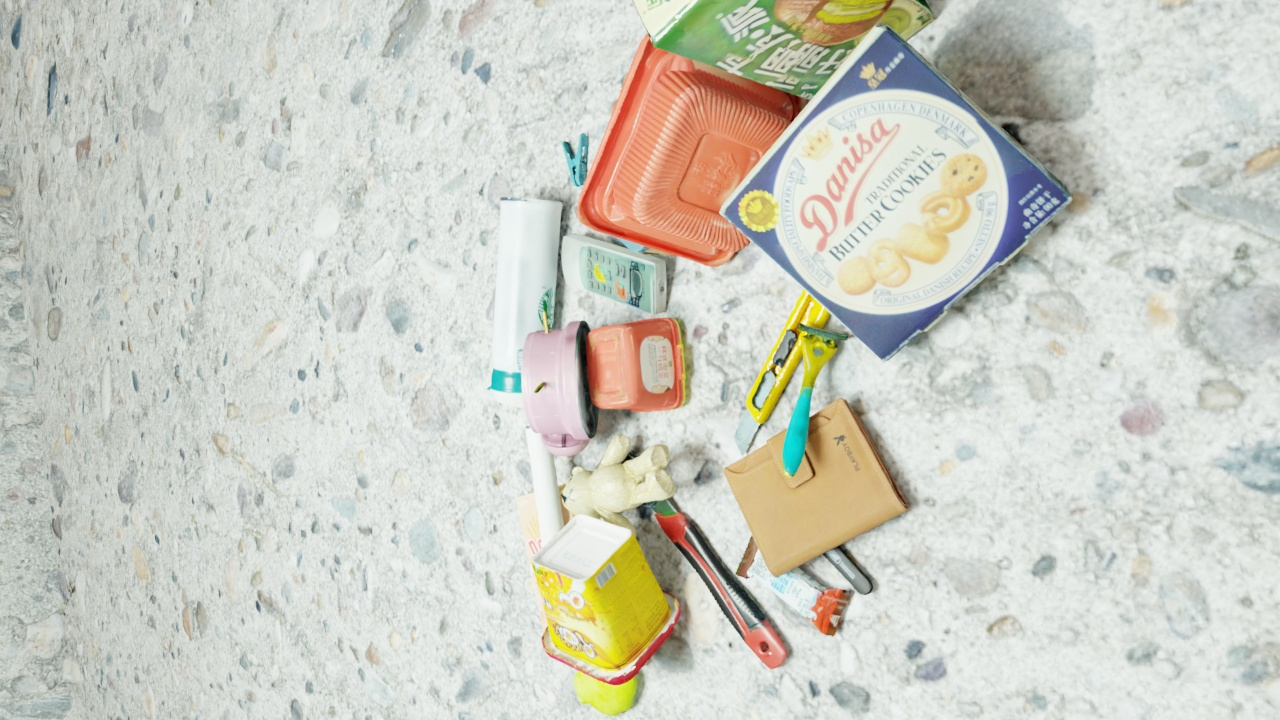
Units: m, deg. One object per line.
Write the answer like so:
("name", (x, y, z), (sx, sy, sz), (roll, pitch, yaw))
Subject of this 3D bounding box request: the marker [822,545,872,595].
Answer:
("marker", (0.154, 0.153, 0.791), (0.124, 0.015, 0.018), (47, 121, 30))

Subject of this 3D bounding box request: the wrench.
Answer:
("wrench", (0.047, 0.182, 0.886), (0.273, 0.016, 0.056), (46, 123, 30))

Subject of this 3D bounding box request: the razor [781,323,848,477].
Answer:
("razor", (0.137, 0.034, 0.762), (0.043, 0.028, 0.132), (15, 75, 1))

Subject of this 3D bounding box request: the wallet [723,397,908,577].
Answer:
("wallet", (0.144, 0.108, 0.777), (0.132, 0.031, 0.107), (-34, 68, 25))

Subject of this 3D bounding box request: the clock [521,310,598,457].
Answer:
("clock", (-0.076, 0.031, 0.918), (0.060, 0.159, 0.117), (-5, 57, 7))

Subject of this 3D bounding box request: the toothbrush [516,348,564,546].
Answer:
("toothbrush", (-0.104, 0.096, 0.962), (0.026, 0.027, 0.221), (-8, 90, 1))

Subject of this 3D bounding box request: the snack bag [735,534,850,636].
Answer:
("snack bag", (0.132, 0.195, 0.805), (0.104, 0.026, 0.048), (28, 103, 38))

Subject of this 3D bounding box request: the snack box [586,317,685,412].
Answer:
("snack box", (-0.005, 0.005, 0.882), (0.082, 0.080, 0.091), (-7, 87, 40))

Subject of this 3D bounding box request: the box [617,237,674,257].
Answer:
("box", (0.030, -0.191, 0.855), (0.090, 0.063, 0.185), (43, 120, 31))

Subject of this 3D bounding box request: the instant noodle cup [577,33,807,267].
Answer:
("instant noodle cup", (0.053, -0.168, 0.766), (0.189, 0.164, 0.079), (-67, 29, 21))

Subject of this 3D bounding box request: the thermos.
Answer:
("thermos", (-0.123, -0.061, 0.993), (0.073, 0.073, 0.224), (10, 99, 40))

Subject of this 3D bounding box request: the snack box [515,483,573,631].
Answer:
("snack box", (-0.085, 0.216, 0.996), (0.085, 0.026, 0.157), (-21, 78, 39))

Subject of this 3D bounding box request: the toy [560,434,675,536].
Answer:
("toy", (-0.021, 0.121, 0.888), (0.158, 0.066, 0.105), (-27, 69, 49))

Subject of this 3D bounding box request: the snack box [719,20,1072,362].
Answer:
("snack box", (0.183, -0.119, 0.684), (0.182, 0.045, 0.178), (41, 122, -2))

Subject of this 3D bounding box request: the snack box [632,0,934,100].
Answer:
("snack box", (0.108, -0.263, 0.667), (0.115, 0.239, 0.063), (-34, 72, 36))

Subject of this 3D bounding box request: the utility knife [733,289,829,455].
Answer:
("utility knife", (0.125, 0.004, 0.810), (0.033, 0.015, 0.191), (40, 117, 33))

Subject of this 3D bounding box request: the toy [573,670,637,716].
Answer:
("toy", (-0.034, 0.323, 0.943), (0.097, 0.031, 0.100), (-14, 98, 33))

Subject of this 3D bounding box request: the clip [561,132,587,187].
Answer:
("clip", (-0.068, -0.211, 0.971), (0.034, 0.013, 0.055), (-14, 83, 42))

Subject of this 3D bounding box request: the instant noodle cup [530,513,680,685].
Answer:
("instant noodle cup", (-0.040, 0.223, 0.878), (0.116, 0.115, 0.124), (10, 128, 41))

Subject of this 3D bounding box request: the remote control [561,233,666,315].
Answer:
("remote control", (-0.029, -0.089, 0.929), (0.135, 0.019, 0.056), (22, 125, 38))
